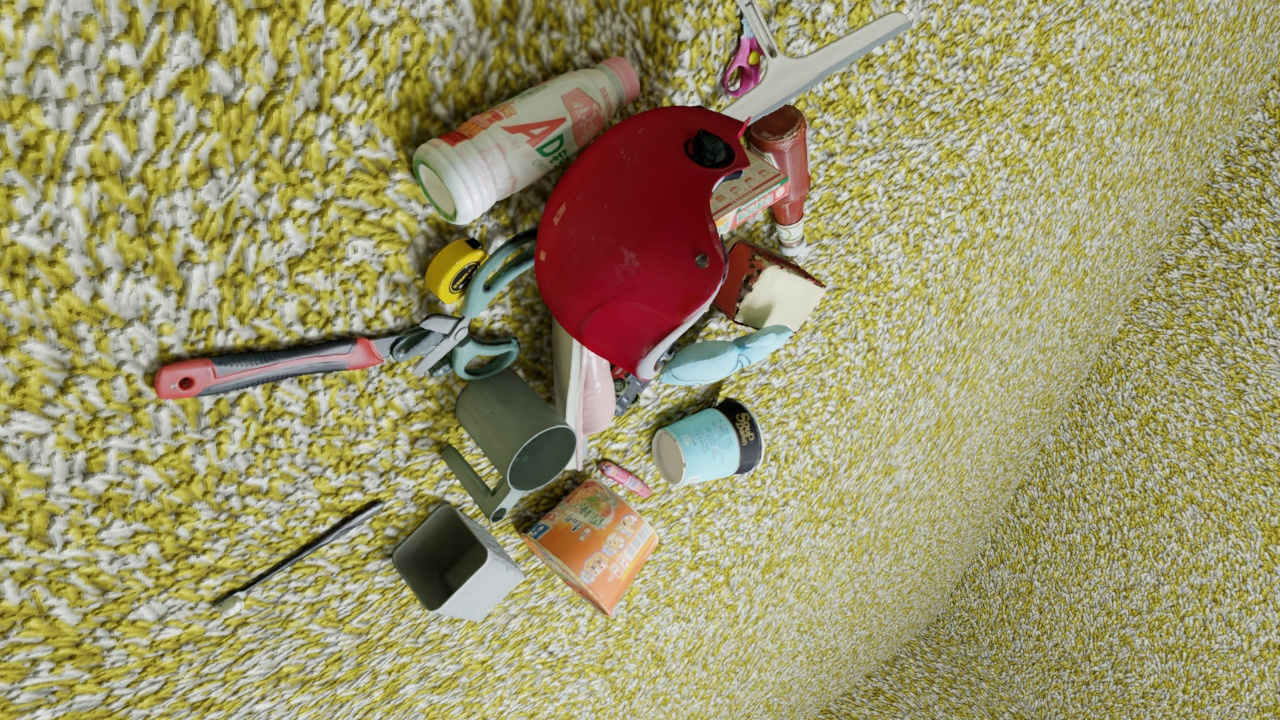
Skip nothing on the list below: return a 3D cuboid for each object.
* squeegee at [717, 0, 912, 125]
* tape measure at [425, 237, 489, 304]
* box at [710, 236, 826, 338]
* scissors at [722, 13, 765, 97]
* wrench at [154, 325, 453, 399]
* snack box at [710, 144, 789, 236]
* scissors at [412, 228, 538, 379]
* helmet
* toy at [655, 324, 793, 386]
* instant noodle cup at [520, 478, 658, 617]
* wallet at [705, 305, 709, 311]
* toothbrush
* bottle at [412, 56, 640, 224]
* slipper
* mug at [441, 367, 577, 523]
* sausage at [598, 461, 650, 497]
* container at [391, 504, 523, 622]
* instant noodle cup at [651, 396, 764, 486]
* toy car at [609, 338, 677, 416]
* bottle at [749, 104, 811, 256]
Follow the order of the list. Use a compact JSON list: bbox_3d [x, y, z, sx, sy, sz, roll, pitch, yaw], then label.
[{"bbox_3d":[0.089,-0.325,0.804,0.247,0.039,0.246,-29,140,13],"label":"squeegee"},{"bbox_3d":[-0.159,-0.079,0.785,0.060,0.029,0.057,-47,167,-3],"label":"tape measure"},{"bbox_3d":[0.157,-0.082,1.110,0.168,0.079,0.091,10,117,-54],"label":"box"},{"bbox_3d":[0.099,-0.310,0.862,0.063,0.017,0.135,-25,139,-11],"label":"scissors"},{"bbox_3d":[-0.261,0.001,0.769,0.272,0.016,0.056,-8,130,-46],"label":"wrench"},{"bbox_3d":[0.067,-0.160,0.923,0.155,0.077,0.027,-33,145,-21],"label":"snack box"},{"bbox_3d":[-0.133,-0.042,0.842,0.173,0.019,0.170,-49,161,-3],"label":"scissors"},{"bbox_3d":[-0.005,-0.117,0.761,0.207,0.144,0.239,124,-15,-63],"label":"helmet"},{"bbox_3d":[0.092,-0.003,1.089,0.156,0.049,0.162,-11,170,-25],"label":"toy"},{"bbox_3d":[-0.057,0.226,1.136,0.111,0.151,0.151,-47,149,-17],"label":"instant noodle cup"},{"bbox_3d":[0.003,-0.074,0.920,0.087,0.115,0.024,49,48,-58],"label":"wallet"},{"bbox_3d":[-0.327,0.191,0.894,0.180,0.018,0.016,-34,142,-23],"label":"toothbrush"},{"bbox_3d":[-0.084,-0.183,0.735,0.196,0.068,0.068,-37,146,-23],"label":"bottle"},{"bbox_3d":[-0.058,0.015,0.940,0.054,0.114,0.275,-6,137,-12],"label":"slipper"},{"bbox_3d":[-0.138,0.082,0.918,0.124,0.103,0.083,-50,148,6],"label":"mug"},{"bbox_3d":[-0.019,0.158,1.216,0.020,0.020,0.156,-48,148,0],"label":"sausage"},{"bbox_3d":[-0.198,0.231,1.023,0.090,0.090,0.114,-44,151,-5],"label":"container"},{"bbox_3d":[0.083,0.114,1.222,0.120,0.111,0.111,-13,135,-30],"label":"instant noodle cup"},{"bbox_3d":[-0.006,0.006,1.045,0.120,0.045,0.053,-50,150,-7],"label":"toy car"},{"bbox_3d":[0.160,-0.191,1.019,0.059,0.060,0.206,-40,148,-12],"label":"bottle"}]
